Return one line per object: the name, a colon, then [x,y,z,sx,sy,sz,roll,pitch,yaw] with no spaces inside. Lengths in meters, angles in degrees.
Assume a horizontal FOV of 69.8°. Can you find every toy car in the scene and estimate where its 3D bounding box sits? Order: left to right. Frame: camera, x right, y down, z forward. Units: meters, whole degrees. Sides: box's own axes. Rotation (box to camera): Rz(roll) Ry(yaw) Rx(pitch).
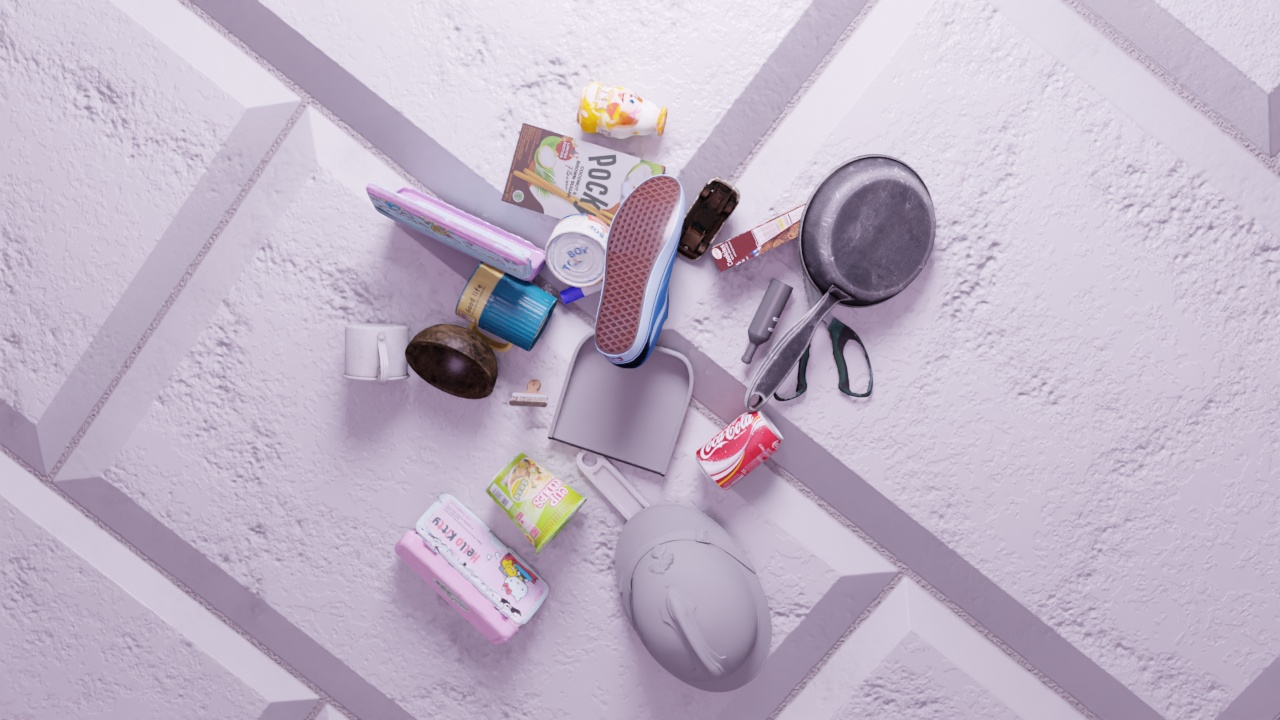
toy car: [0.082,-0.179,1.157,0.048,0.040,0.113,35,117,-1]

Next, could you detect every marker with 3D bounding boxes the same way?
marker: [-0.035,-0.107,1.184,0.141,0.020,0.020,-22,96,7]

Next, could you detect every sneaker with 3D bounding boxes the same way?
sneaker: [0.004,-0.104,1.131,0.083,0.098,0.241,11,78,20]

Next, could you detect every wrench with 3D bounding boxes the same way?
wrench: [0.005,0.228,1.232,0.087,0.018,0.273,-43,91,11]

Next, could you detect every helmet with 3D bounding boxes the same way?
helmet: [0.062,0.321,1.167,0.183,0.117,0.271,-28,92,10]

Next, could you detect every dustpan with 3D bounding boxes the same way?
dustpan: [-0.007,0.007,1.189,0.163,0.033,0.257,18,95,2]

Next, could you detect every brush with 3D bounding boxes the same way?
brush: [-0.137,0.039,1.151,0.045,0.143,0.008,3,100,-5]

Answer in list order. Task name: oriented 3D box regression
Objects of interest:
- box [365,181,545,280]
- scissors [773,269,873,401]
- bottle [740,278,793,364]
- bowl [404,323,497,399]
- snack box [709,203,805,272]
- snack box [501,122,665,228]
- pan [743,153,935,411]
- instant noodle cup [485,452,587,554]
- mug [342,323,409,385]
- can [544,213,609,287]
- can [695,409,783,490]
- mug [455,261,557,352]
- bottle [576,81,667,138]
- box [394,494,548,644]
box: [-0.224,-0.159,1.128,0.214,0.150,0.049,25,96,1]
scissors: [0.211,-0.036,1.177,0.147,0.015,0.210,-17,97,9]
bottle: [0.157,-0.048,1.171,0.030,0.030,0.113,25,99,1]
bowl: [-0.235,-0.008,1.181,0.121,0.121,0.056,21,57,1]
snack box: [0.157,-0.155,1.145,0.141,0.051,0.032,-25,95,8]
snack box: [-0.072,-0.224,1.164,0.186,0.031,0.101,18,99,2]
pan: [0.235,-0.083,1.126,0.187,0.055,0.357,29,96,-23]
instant noodle cup: [-0.140,0.181,1.202,0.108,0.098,0.099,42,99,6]
mug: [-0.336,-0.009,1.179,0.084,0.113,0.070,0,97,-25]
can: [-0.075,-0.137,1.152,0.086,0.043,0.086,7,129,8]
can: [0.127,0.114,1.180,0.105,0.064,0.064,-40,93,9]
mug: [-0.176,-0.059,1.180,0.107,0.083,0.114,27,128,-3]
bottle: [-0.022,-0.304,1.132,0.109,0.063,0.063,12,99,3]
box: [-0.226,0.280,1.245,0.202,0.087,0.102,44,60,-3]
